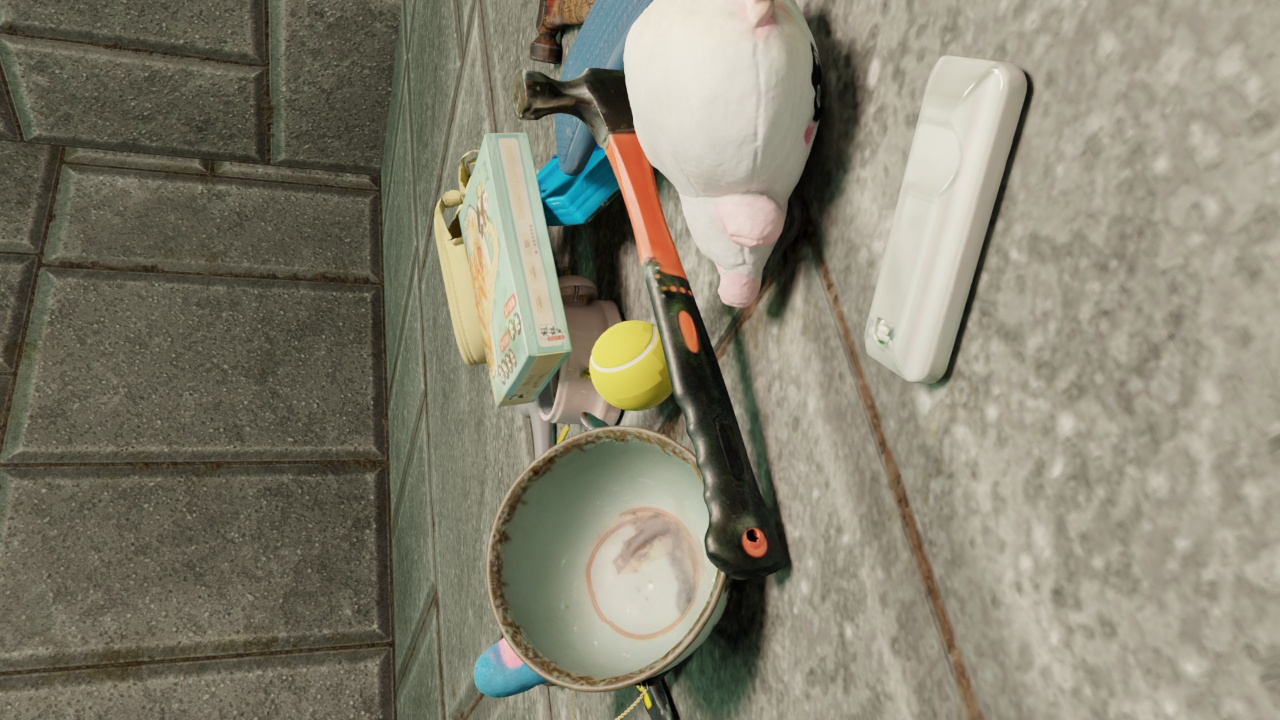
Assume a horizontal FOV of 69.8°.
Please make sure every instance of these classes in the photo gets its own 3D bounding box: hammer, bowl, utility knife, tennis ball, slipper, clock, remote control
[{"bbox_3d":[0.020,-0.033,0.554,0.033,0.132,0.332,-45,55,58],"label":"hammer"},{"bbox_3d":[-0.052,-0.336,0.850,0.330,0.033,0.120,-134,50,-65],"label":"hammer"},{"bbox_3d":[-0.007,0.130,0.588,0.094,0.160,0.159,45,-148,-58],"label":"bowl"},{"bbox_3d":[-0.002,0.228,0.708,0.174,0.020,0.029,-125,40,-57],"label":"utility knife"},{"bbox_3d":[-0.004,0.004,0.660,0.065,0.065,0.065,-179,90,-70],"label":"tennis ball"},{"bbox_3d":[-0.005,-0.228,0.652,0.214,0.059,0.103,-57,34,26],"label":"slipper"},{"bbox_3d":[-0.098,0.175,0.954,0.125,0.029,0.310,151,118,-67],"label":"hammer"},{"bbox_3d":[-0.059,-0.009,0.819,0.117,0.058,0.157,111,153,-42],"label":"clock"},{"bbox_3d":[0.122,-0.058,0.386,0.050,0.022,0.133,-130,45,-61],"label":"remote control"}]

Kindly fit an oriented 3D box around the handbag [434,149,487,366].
[{"bbox_3d":[-0.155,-0.113,0.978,0.232,0.088,0.191,-99,-3,-63],"label":"handbag"}]

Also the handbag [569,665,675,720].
[{"bbox_3d":[-0.020,0.226,0.695,0.178,0.027,0.084,-57,33,38],"label":"handbag"}]

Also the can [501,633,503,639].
[{"bbox_3d":[-0.091,0.200,0.858,0.080,0.080,0.146,143,126,-65],"label":"can"}]

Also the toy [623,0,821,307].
[{"bbox_3d":[0.048,-0.118,0.500,0.138,0.101,0.180,-105,6,-66],"label":"toy"}]

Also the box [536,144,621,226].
[{"bbox_3d":[-0.045,-0.193,0.820,0.175,0.060,0.244,-64,21,-3],"label":"box"}]

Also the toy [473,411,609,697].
[{"bbox_3d":[-0.060,0.153,0.712,0.190,0.099,0.225,-74,10,-50],"label":"toy"}]

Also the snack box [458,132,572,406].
[{"bbox_3d":[-0.110,-0.073,0.781,0.142,0.044,0.193,135,125,-64],"label":"snack box"}]
